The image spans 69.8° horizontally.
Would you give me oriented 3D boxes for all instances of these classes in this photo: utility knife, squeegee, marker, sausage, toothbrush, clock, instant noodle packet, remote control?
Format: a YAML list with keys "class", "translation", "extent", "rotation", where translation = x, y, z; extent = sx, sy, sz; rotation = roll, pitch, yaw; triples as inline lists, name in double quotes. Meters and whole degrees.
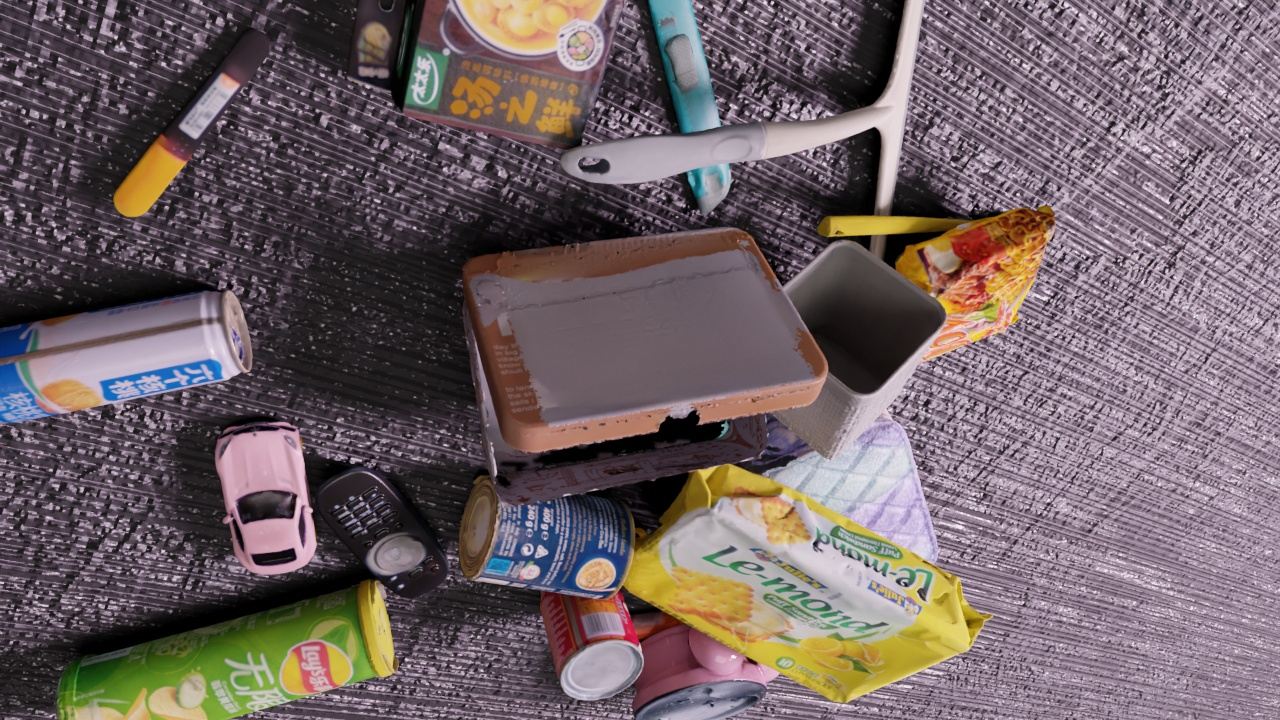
- class: "utility knife"
  translation: [0.024, -0.176, 0.536]
  extent: [0.029, 0.013, 0.208]
  rotation: [-22, 127, -4]
- class: "squeegee"
  translation: [0.073, -0.133, 0.539]
  extent: [0.246, 0.039, 0.247]
  rotation: [-15, 127, -21]
- class: "marker"
  translation: [-0.236, -0.125, 0.483]
  extent: [0.124, 0.015, 0.018]
  rotation: [-46, 126, 10]
- class: "sausage"
  translation: [0.038, 0.229, 0.806]
  extent: [0.165, 0.021, 0.021]
  rotation: [-2, 123, -17]
- class: "toothbrush"
  translation: [0.198, -0.089, 0.626]
  extent: [0.189, 0.016, 0.016]
  rotation: [-5, 146, -31]
- class: "clock"
  translation: [0.060, 0.264, 0.791]
  extent: [0.159, 0.059, 0.117]
  rotation: [-35, 139, 27]
- class: "instant noodle packet"
  translation: [0.230, -0.049, 0.655]
  extent: [0.111, 0.044, 0.128]
  rotation: [-18, 150, -2]
- class: "remote control"
  translation: [-0.184, 0.121, 0.657]
  extent: [0.053, 0.024, 0.136]
  rotation: [-31, 130, -8]

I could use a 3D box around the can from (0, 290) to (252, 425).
- class: "can"
  translation: [-0.296, -0.003, 0.518]
  extent: [0.134, 0.053, 0.053]
  rotation: [-12, 125, -11]

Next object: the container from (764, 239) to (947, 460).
- class: "container"
  translation: [0.132, -0.001, 0.616]
  extent: [0.090, 0.090, 0.114]
  rotation: [-41, 158, -20]

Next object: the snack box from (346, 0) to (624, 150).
- class: "snack box"
  translation: [-0.079, -0.181, 0.481]
  extent: [0.125, 0.053, 0.113]
  rotation: [4, 121, -27]

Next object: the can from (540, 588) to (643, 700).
- class: "can"
  translation: [-0.041, 0.208, 0.721]
  extent: [0.066, 0.093, 0.067]
  rotation: [-9, 125, -14]

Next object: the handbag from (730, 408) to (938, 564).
- class: "handbag"
  translation: [0.154, 0.112, 0.737]
  extent: [0.134, 0.075, 0.194]
  rotation: [-23, 126, 4]

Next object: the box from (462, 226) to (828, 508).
- class: "box"
  translation: [-0.003, 0.002, 0.529]
  extent: [0.182, 0.178, 0.153]
  rotation: [-10, 100, -13]

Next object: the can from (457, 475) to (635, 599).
- class: "can"
  translation: [-0.070, 0.129, 0.670]
  extent: [0.111, 0.075, 0.075]
  rotation: [16, 116, -27]

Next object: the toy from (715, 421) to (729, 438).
- class: "toy"
  translation: [0.056, 0.006, 0.661]
  extent: [0.096, 0.030, 0.092]
  rotation: [35, 102, -26]

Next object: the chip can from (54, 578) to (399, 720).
- class: "chip can"
  translation: [-0.292, 0.220, 0.658]
  extent: [0.221, 0.072, 0.073]
  rotation: [-13, 126, -10]

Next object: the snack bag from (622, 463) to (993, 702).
- class: "snack bag"
  translation: [0.109, 0.164, 0.683]
  extent: [0.246, 0.068, 0.158]
  rotation: [29, 138, -9]

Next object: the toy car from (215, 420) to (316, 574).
- class: "toy car"
  translation: [-0.249, 0.096, 0.612]
  extent: [0.056, 0.037, 0.123]
  rotation: [-6, 123, -17]
